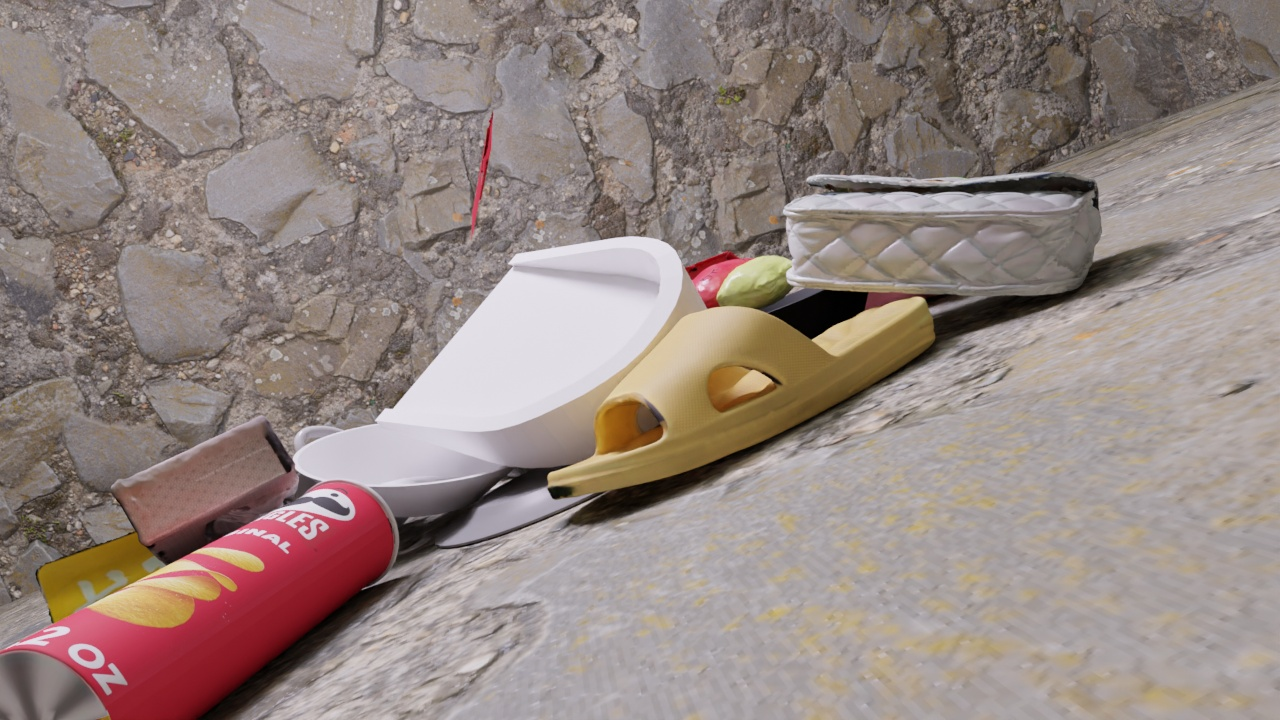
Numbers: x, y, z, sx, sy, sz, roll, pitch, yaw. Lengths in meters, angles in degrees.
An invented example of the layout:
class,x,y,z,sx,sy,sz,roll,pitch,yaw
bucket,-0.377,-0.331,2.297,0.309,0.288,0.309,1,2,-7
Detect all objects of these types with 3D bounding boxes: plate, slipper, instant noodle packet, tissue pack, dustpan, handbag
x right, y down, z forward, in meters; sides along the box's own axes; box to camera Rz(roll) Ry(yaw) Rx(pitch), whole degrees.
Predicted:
class,x,y,z,sx,sy,sz,roll,pitch,yaw
plate,-0.058,0.081,0.626,0.178,0.012,0.178,-23,3,1
slipper,0.060,0.003,0.534,0.262,0.078,0.100,-23,5,-24
plate,-0.164,0.082,0.680,0.174,0.036,0.174,-1,11,0
instant noodle packet,-0.374,0.178,0.748,0.162,0.084,0.222,-22,-4,-28
tissue pack,-0.264,0.095,0.591,0.103,0.071,0.182,-28,-8,-27
dustpan,-0.071,-0.018,0.664,0.258,0.053,0.191,10,54,42
handbag,0.202,-0.092,0.623,0.195,0.072,0.138,5,19,30

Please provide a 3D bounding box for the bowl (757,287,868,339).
class,x,y,z,sx,sy,sz,roll,pitch,yaw
bowl,0.133,-0.027,0.720,0.124,0.052,0.124,-23,3,1

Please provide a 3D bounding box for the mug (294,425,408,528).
class,x,y,z,sx,sy,sz,roll,pitch,yaw
mug,-0.233,0.098,0.741,0.071,0.107,0.089,-37,-13,32

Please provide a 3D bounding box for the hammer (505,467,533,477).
class,x,y,z,sx,sy,sz,roll,pitch,yaw
hammer,-0.020,0.037,0.888,0.299,0.037,0.218,-23,3,-24

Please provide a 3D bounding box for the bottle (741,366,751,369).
class,x,y,z,sx,sy,sz,roll,pitch,yaw
bottle,0.093,-0.022,0.815,0.063,0.063,0.108,-21,3,23

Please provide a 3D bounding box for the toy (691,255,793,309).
class,x,y,z,sx,sy,sz,roll,pitch,yaw
toy,0.070,-0.057,0.735,0.091,0.045,0.135,-22,9,-32

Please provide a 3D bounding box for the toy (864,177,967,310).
class,x,y,z,sx,sy,sz,roll,pitch,yaw
toy,0.231,-0.092,0.803,0.237,0.097,0.192,-29,-7,7

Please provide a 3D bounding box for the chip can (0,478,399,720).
class,x,y,z,sx,sy,sz,roll,pitch,yaw
chip can,-0.202,0.122,0.449,0.069,0.069,0.220,-22,4,15

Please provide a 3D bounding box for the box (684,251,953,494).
class,x,y,z,sx,sy,sz,roll,pitch,yaw
box,0.120,0.031,0.991,0.147,0.374,0.213,-61,5,-26
